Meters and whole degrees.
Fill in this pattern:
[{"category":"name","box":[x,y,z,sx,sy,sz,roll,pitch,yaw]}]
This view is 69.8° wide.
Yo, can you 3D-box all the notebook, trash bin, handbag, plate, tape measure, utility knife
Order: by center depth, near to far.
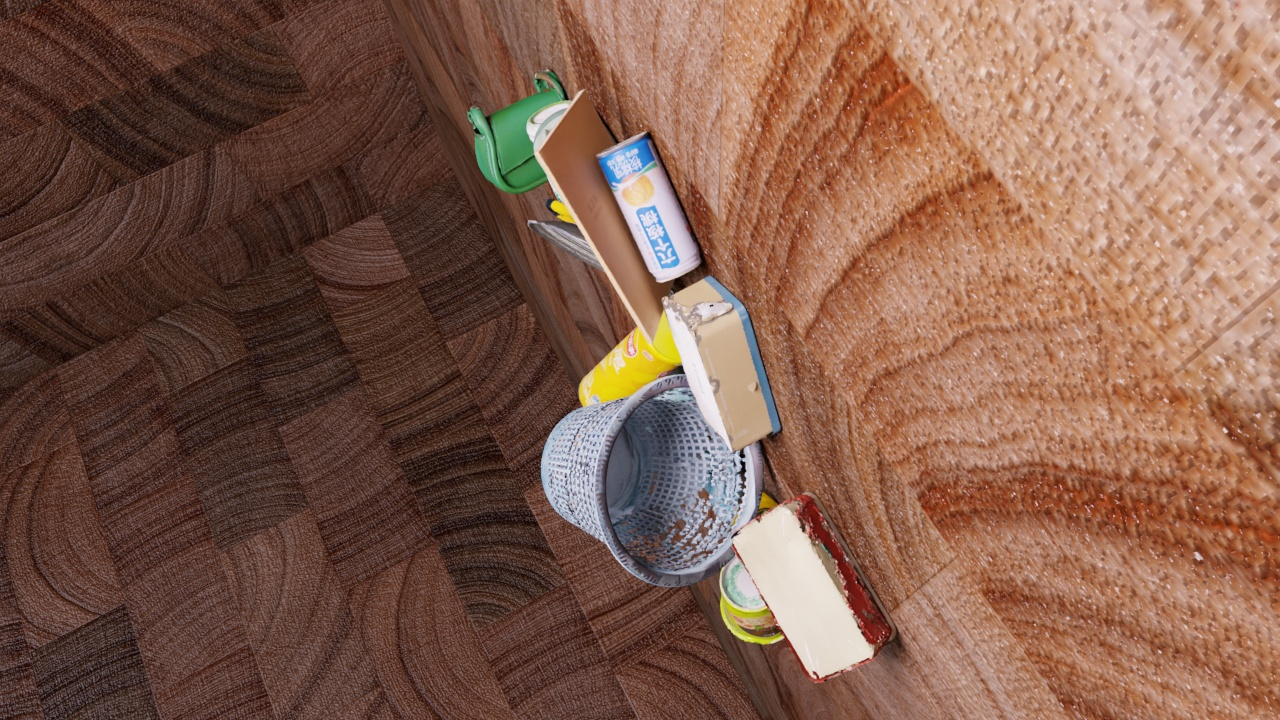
[{"category":"notebook","box":[-0.024,-0.138,0.879,0.211,0.012,0.149,59,-151,-27]},{"category":"plate","box":[-0.039,-0.118,1.008,0.179,0.024,0.179,27,178,1]},{"category":"utility knife","box":[-0.032,-0.139,1.043,0.215,0.015,0.033,30,170,31]},{"category":"trash bin","box":[-0.006,0.127,1.055,0.195,0.226,0.226,1,121,55]},{"category":"handbag","box":[-0.140,-0.274,1.111,0.068,0.131,0.120,39,153,48]},{"category":"tape measure","box":[0.144,0.193,1.118,0.057,0.060,0.029,39,176,-16]}]

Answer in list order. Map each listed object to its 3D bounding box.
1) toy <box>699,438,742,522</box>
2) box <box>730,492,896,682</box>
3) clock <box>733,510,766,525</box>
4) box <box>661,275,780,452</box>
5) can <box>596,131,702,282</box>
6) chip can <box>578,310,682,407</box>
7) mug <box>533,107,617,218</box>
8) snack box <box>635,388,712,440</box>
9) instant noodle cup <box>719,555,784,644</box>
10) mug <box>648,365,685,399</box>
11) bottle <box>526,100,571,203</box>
[{"category":"toy","box":[0.101,0.136,1.166,0.162,0.050,0.156,92,175,-52]},{"category":"box","box":[0.167,0.223,0.904,0.076,0.092,0.168,-11,-112,-56]},{"category":"clock","box":[0.165,0.236,1.030,0.116,0.056,0.161,50,175,-17]},{"category":"box","box":[0.083,0.010,0.915,0.089,0.061,0.184,53,170,50]},{"category":"can","box":[0.010,-0.145,0.872,0.134,0.053,0.053,64,172,-15]},{"category":"chip can","box":[-0.007,0.007,1.120,0.072,0.071,0.214,61,148,7]},{"category":"mug","box":[-0.068,-0.211,0.971,0.111,0.082,0.106,2,-127,-56]},{"category":"snack box","box":[0.032,0.082,1.167,0.175,0.051,0.074,-30,92,46]},{"category":"instant noodle cup","box":[0.150,0.303,1.200,0.111,0.111,0.123,57,177,31]},{"category":"mug","box":[0.029,0.023,1.219,0.124,0.083,0.103,8,125,65]},{"category":"bottle","box":[-0.069,-0.208,1.098,0.068,0.068,0.197,50,167,55]}]
